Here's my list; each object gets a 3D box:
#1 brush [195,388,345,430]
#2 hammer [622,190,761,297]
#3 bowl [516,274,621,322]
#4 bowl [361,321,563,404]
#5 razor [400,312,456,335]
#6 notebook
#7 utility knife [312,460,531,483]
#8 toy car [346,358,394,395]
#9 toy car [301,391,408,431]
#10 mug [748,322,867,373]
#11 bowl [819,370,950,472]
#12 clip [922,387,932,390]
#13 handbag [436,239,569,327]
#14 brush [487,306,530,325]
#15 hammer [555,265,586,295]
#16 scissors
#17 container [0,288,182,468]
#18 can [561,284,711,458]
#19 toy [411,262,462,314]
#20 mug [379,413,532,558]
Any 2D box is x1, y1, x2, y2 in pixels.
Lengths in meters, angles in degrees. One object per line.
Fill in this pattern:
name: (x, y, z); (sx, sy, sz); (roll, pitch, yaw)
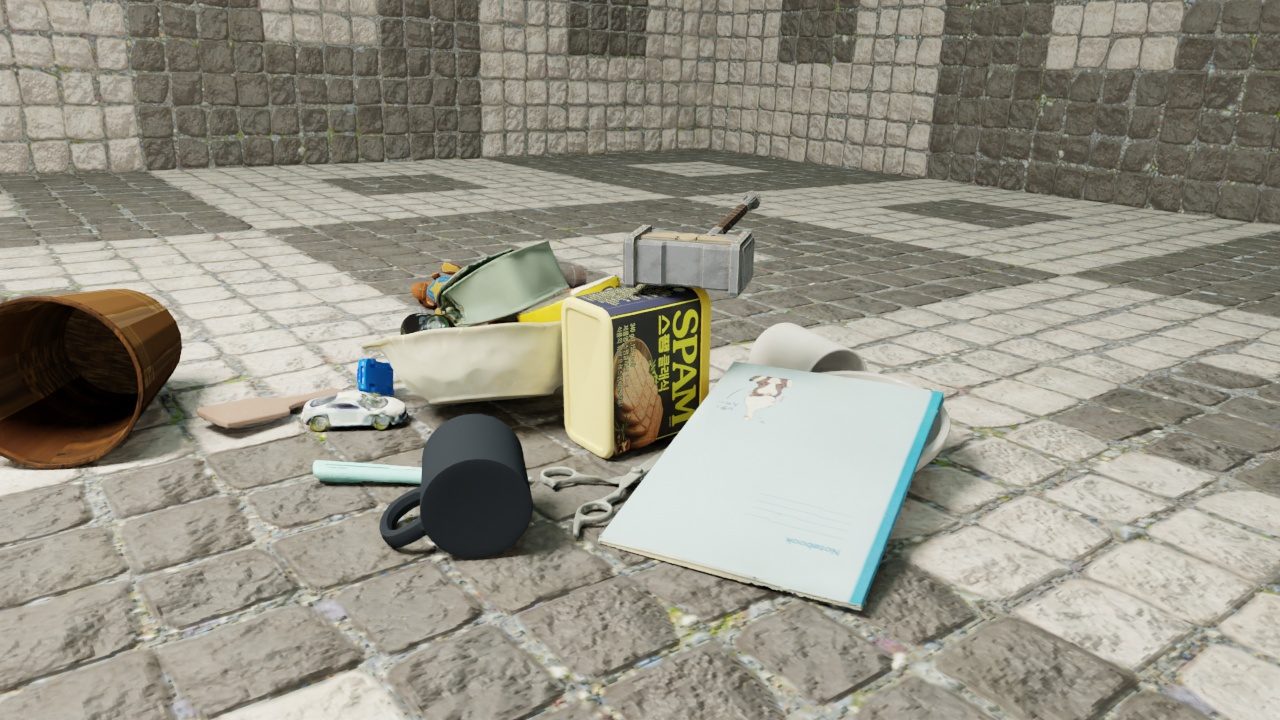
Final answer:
brush: (-0.322, 0.043, 0.819); (0.050, 0.015, 0.135); (15, 16, 33)
hammer: (0.077, -0.125, 0.860); (0.098, 0.044, 0.321); (6, 21, 16)
bowl: (-0.067, -0.041, 0.985); (0.117, 0.067, 0.117); (-21, 8, 3)
bowl: (-0.134, 0.006, 0.818); (0.219, 0.060, 0.188); (-5, -3, -1)
razor: (-0.223, -0.029, 0.966); (0.053, 0.064, 0.140); (-5, 20, -24)
notebook: (0.107, 0.074, 0.673); (0.181, 0.009, 0.252); (9, 32, 25)
utility knife: (-0.165, 0.088, 0.696); (0.165, 0.015, 0.022); (4, 16, -4)
toy car: (-0.265, 0.017, 0.858); (0.062, 0.033, 0.092); (-2, -5, 7)
toy car: (-0.249, 0.042, 0.801); (0.089, 0.027, 0.038); (-1, 16, -9)
mug: (0.171, 0.017, 0.872); (0.110, 0.074, 0.090); (22, 7, -30)
bowl: (0.171, 0.062, 0.743); (0.149, 0.043, 0.149); (-4, 28, 2)
clip: (0.249, 0.039, 0.873); (0.075, 0.023, 0.042); (-13, 21, -43)
handbag: (-0.151, -0.085, 1.012); (0.106, 0.067, 0.121); (-19, 9, 25)
brush: (-0.158, -0.029, 1.028); (0.041, 0.030, 0.172); (6, 17, 10)
hammer: (-0.092, -0.072, 1.162); (0.137, 0.035, 0.314); (-5, 20, -21)
scissors: (-0.006, 0.094, 0.691); (0.141, 0.014, 0.158); (-2, 18, 0)
container: (-0.459, 0.000, 0.764); (0.132, 0.132, 0.167); (-2, 13, -11)
can: (-0.005, 0.005, 0.773); (0.104, 0.135, 0.075); (-15, 24, -35)
toy: (-0.238, -0.082, 1.181); (0.090, 0.070, 0.103); (0, -10, 38)
mug: (-0.126, 0.090, 0.616); (0.105, 0.071, 0.077); (-27, 22, -2)
